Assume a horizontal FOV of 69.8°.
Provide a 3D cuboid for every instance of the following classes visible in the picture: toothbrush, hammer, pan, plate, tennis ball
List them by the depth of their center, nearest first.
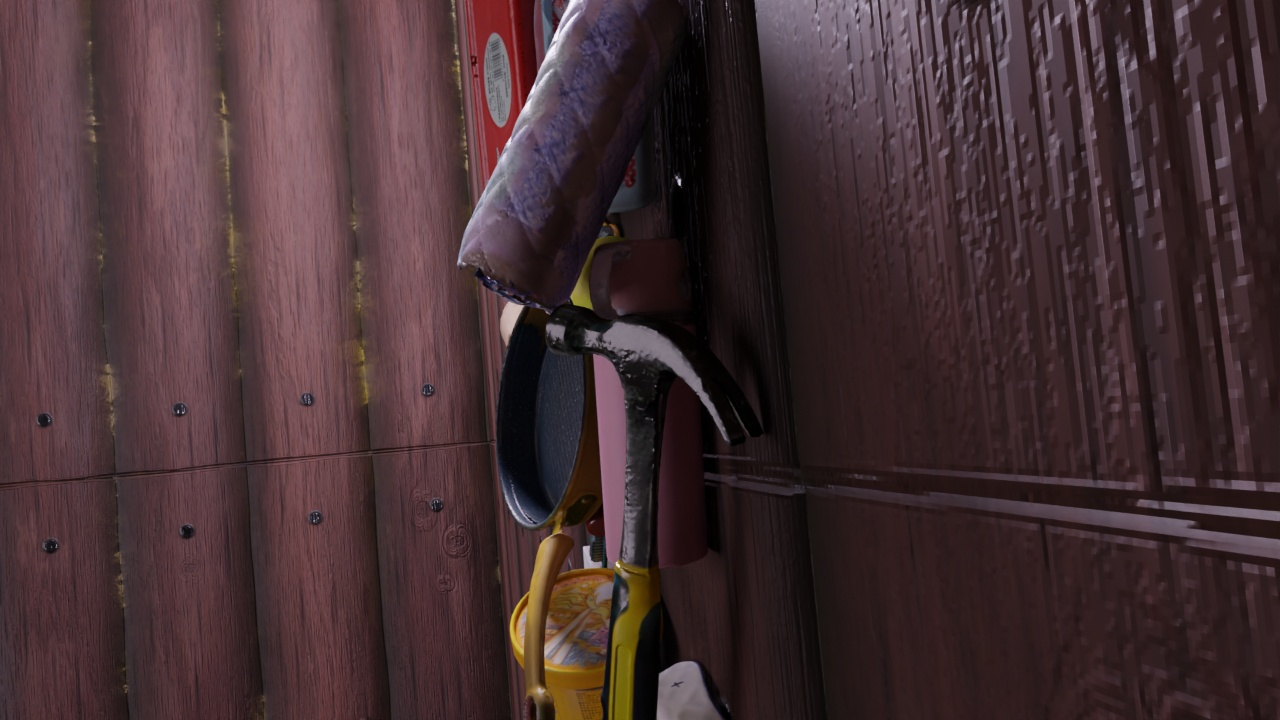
[{"bbox_3d":[-0.001,0.135,0.521,0.126,0.031,0.323,13,108,34],"label":"hammer"},{"bbox_3d":[0.029,0.308,0.610,0.205,0.045,0.205,175,91,-78],"label":"plate"},{"bbox_3d":[-0.019,-0.055,0.649,0.065,0.065,0.065,175,91,-77],"label":"tennis ball"},{"bbox_3d":[-0.069,0.099,0.691,0.198,0.078,0.356,-57,37,43],"label":"pan"},{"bbox_3d":[-0.037,0.232,0.805,0.016,0.018,0.192,-126,36,-65],"label":"toothbrush"},{"bbox_3d":[-0.046,-0.128,0.841,0.191,0.018,0.016,-131,41,-68],"label":"toothbrush"}]

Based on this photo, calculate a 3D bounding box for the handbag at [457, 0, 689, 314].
[{"bbox_3d":[-0.045,-0.125,0.555,0.134,0.075,0.194,-161,94,-81],"label":"handbag"}]

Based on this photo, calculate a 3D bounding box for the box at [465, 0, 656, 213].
[{"bbox_3d":[-0.063,-0.203,0.661,0.161,0.058,0.201,-1,96,36],"label":"box"}]

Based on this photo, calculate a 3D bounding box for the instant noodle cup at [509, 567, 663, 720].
[{"bbox_3d":[-0.036,0.247,0.732,0.118,0.118,0.114,-120,20,-62],"label":"instant noodle cup"}]

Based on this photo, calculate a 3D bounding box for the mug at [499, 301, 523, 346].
[{"bbox_3d":[-0.093,-0.004,0.981,0.125,0.084,0.103,65,177,-30],"label":"mug"}]

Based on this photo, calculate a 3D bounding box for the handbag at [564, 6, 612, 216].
[{"bbox_3d":[-0.064,-0.250,0.781,0.193,0.093,0.235,-115,32,-57],"label":"handbag"}]

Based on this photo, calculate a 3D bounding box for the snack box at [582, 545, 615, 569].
[{"bbox_3d":[-0.028,0.246,0.873,0.157,0.027,0.085,-134,41,-71],"label":"snack box"}]

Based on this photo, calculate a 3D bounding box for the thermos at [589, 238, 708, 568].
[{"bbox_3d":[0.001,0.026,0.564,0.087,0.067,0.198,-15,-76,-63],"label":"thermos"}]

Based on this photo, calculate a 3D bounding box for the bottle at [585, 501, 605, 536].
[{"bbox_3d":[-0.041,0.066,0.797,0.058,0.057,0.174,104,158,-53],"label":"bottle"}]
